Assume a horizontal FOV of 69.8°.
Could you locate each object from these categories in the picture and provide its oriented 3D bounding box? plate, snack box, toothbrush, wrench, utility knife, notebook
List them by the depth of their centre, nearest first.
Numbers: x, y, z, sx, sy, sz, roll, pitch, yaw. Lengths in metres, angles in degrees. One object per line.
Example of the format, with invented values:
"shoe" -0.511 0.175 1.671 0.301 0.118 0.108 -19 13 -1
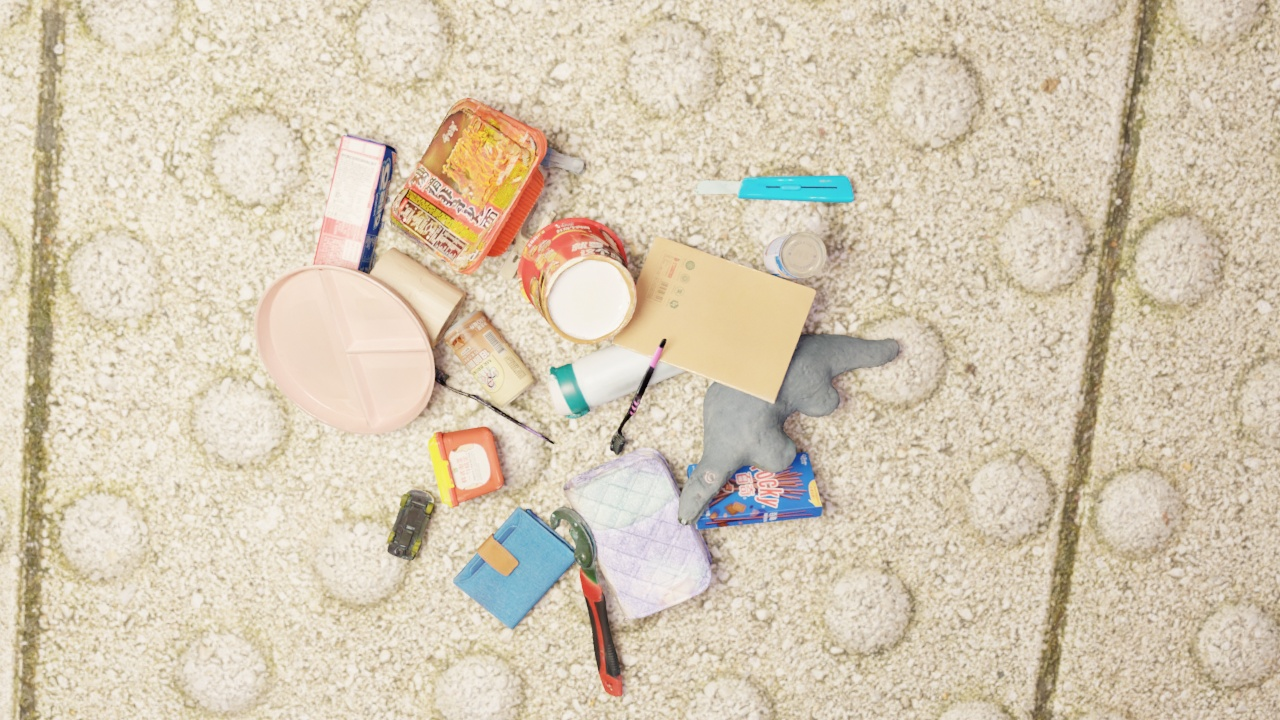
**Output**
"notebook" 0.087 -0.051 1.098 0.208 0.008 0.147 20 81 11
"plate" -0.351 -0.013 1.100 0.230 0.028 0.230 6 121 10
"snack box" -0.350 -0.166 1.116 0.058 0.057 0.207 14 95 0
"toothbrush" -0.002 0.048 1.119 0.014 0.017 0.190 -8 136 -37
"snack box" -0.215 0.128 1.137 0.080 0.082 0.091 -13 96 -10
"utility knife" 0.166 -0.214 1.145 0.199 0.018 0.034 0 96 0
"snack box" 0.141 0.162 1.148 0.157 0.084 0.026 -6 137 -1
"wrench" -0.061 0.309 1.159 0.056 0.016 0.273 -2 109 36
"toothbrush" -0.190 0.057 1.163 0.189 0.014 0.016 30 81 -4

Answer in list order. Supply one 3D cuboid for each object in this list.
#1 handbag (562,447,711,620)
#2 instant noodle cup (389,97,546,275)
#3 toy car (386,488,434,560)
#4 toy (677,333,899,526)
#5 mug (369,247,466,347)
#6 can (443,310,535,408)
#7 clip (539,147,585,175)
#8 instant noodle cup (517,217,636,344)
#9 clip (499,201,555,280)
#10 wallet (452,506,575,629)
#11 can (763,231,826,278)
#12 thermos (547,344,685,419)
"handbag" 0.001 0.216 1.152 0.134 0.075 0.194 -24 94 5
"instant noodle cup" -0.193 -0.202 1.083 0.164 0.079 0.189 34 96 30
"toy car" -0.290 0.205 1.162 0.042 0.035 0.090 19 94 -5
"toy" 0.157 0.053 1.124 0.356 0.091 0.138 -41 89 -10
"mug" -0.286 -0.060 1.122 0.103 0.084 0.125 31 118 -5
"can" -0.187 -0.002 1.134 0.058 0.058 0.116 -38 95 2
"clip" -0.096 -0.245 1.134 0.057 0.031 0.025 19 92 1
"instant noodle cup" -0.068 -0.090 1.082 0.137 0.108 0.138 -6 115 -14
"clip" -0.139 -0.154 1.141 0.035 0.092 0.103 28 129 -5
"wallet" -0.159 0.264 1.171 0.106 0.040 0.133 42 92 -9
"can" 0.181 -0.124 1.094 0.053 0.134 0.053 0 95 -1
"thermos" -0.007 0.007 1.137 0.224 0.073 0.073 -22 95 1
